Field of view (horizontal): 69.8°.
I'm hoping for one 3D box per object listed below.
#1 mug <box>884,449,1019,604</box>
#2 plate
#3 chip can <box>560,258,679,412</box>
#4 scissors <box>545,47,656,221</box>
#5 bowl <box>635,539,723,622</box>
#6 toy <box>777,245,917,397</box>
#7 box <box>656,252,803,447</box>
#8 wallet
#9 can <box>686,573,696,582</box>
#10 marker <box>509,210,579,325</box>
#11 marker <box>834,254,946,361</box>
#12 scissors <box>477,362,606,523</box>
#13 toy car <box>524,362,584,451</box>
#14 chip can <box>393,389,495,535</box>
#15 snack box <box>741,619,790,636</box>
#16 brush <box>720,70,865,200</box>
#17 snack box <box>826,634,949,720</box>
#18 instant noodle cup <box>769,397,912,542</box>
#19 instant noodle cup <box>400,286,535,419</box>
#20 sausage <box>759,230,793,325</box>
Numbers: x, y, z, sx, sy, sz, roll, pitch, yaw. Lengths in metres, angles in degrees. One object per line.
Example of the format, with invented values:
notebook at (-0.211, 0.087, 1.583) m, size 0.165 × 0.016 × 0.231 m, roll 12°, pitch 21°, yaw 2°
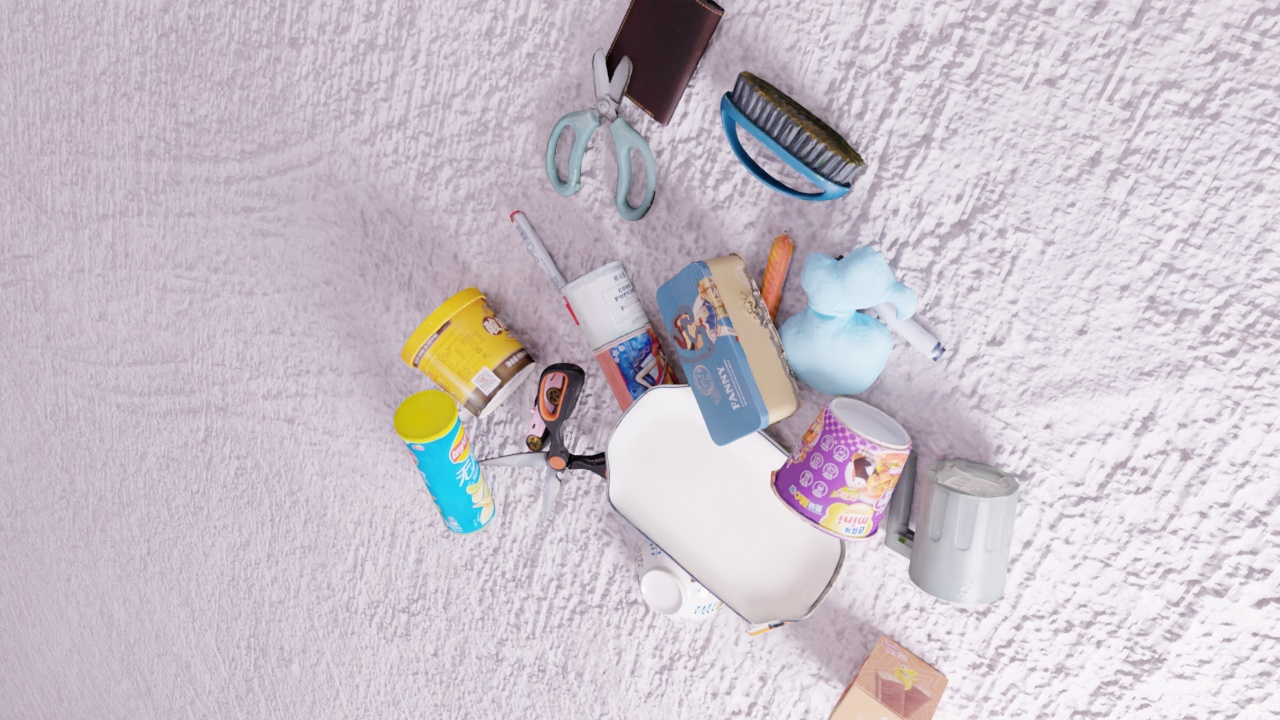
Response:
mug at (0.275, 0.145, 0.829) m, size 0.124 × 0.083 × 0.103 m, roll 27°, pitch 121°, yaw 51°
plate at (0.080, 0.140, 0.899) m, size 0.265 × 0.161 × 0.034 m, roll 39°, pitch 158°, yaw -2°
chip can at (-0.006, 0.006, 0.959) m, size 0.071 × 0.071 × 0.214 m, roll -24°, pitch 93°, yaw 36°
scissors at (-0.025, -0.216, 0.920) m, size 0.172 × 0.019 × 0.177 m, roll 43°, pitch 129°, yaw 13°
bowl at (0.038, 0.244, 1.020) m, size 0.114 × 0.062 × 0.113 m, roll 12°, pitch 113°, yaw 31°
toy at (0.181, -0.027, 0.835) m, size 0.162 × 0.049 × 0.156 m, roll -4°, pitch 115°, yaw 41°
box at (0.085, -0.005, 0.873) m, size 0.090 × 0.062 × 0.184 m, roll -38°, pitch 70°, yaw 55°
wallet at (0.017, -0.301, 0.872) m, size 0.096 × 0.020 × 0.123 m, roll 44°, pitch 125°, yaw 19°
can at (0.058, 0.163, 0.938) m, size 0.059 × 0.058 × 0.116 m, roll -26°, pitch 79°, yaw 36°
marker at (-0.101, -0.103, 1.017) m, size 0.017 × 0.017 × 0.145 m, roll -35°, pitch 86°, yaw 36°
marker at (0.221, -0.048, 0.827) m, size 0.131 × 0.018 × 0.023 m, roll 42°, pitch 114°, yaw 14°
scissors at (-0.075, 0.101, 1.027) m, size 0.221 × 0.021 × 0.234 m, roll 12°, pitch 122°, yaw 6°
toy car at (-0.103, 0.053, 1.048) m, size 0.037 × 0.056 × 0.123 m, roll 34°, pitch 122°, yaw 15°
chip can at (-0.227, 0.126, 1.087) m, size 0.071 × 0.071 × 0.210 m, roll 24°, pitch 146°, yaw 24°
snack box at (0.115, 0.203, 0.955) m, size 0.075 × 0.026 × 0.153 m, roll -33°, pitch 76°, yaw 34°
brush at (0.126, -0.191, 0.816) m, size 0.144 × 0.055 × 0.074 m, roll 43°, pitch 122°, yaw 13°
snack box at (0.238, 0.345, 0.905) m, size 0.077 × 0.094 × 0.093 m, roll 33°, pitch 121°, yaw 19°
instant noodle cup at (0.190, 0.095, 0.844) m, size 0.111 × 0.111 × 0.099 m, roll 33°, pitch 116°, yaw 19°
instant noodle cup at (-0.192, -0.004, 1.053) m, size 0.114 × 0.118 × 0.119 m, roll 45°, pitch 125°, yaw 3°
sausage at (0.122, -0.047, 0.889) m, size 0.021 × 0.021 × 0.165 m, roll 23°, pitch 117°, yaw 24°
